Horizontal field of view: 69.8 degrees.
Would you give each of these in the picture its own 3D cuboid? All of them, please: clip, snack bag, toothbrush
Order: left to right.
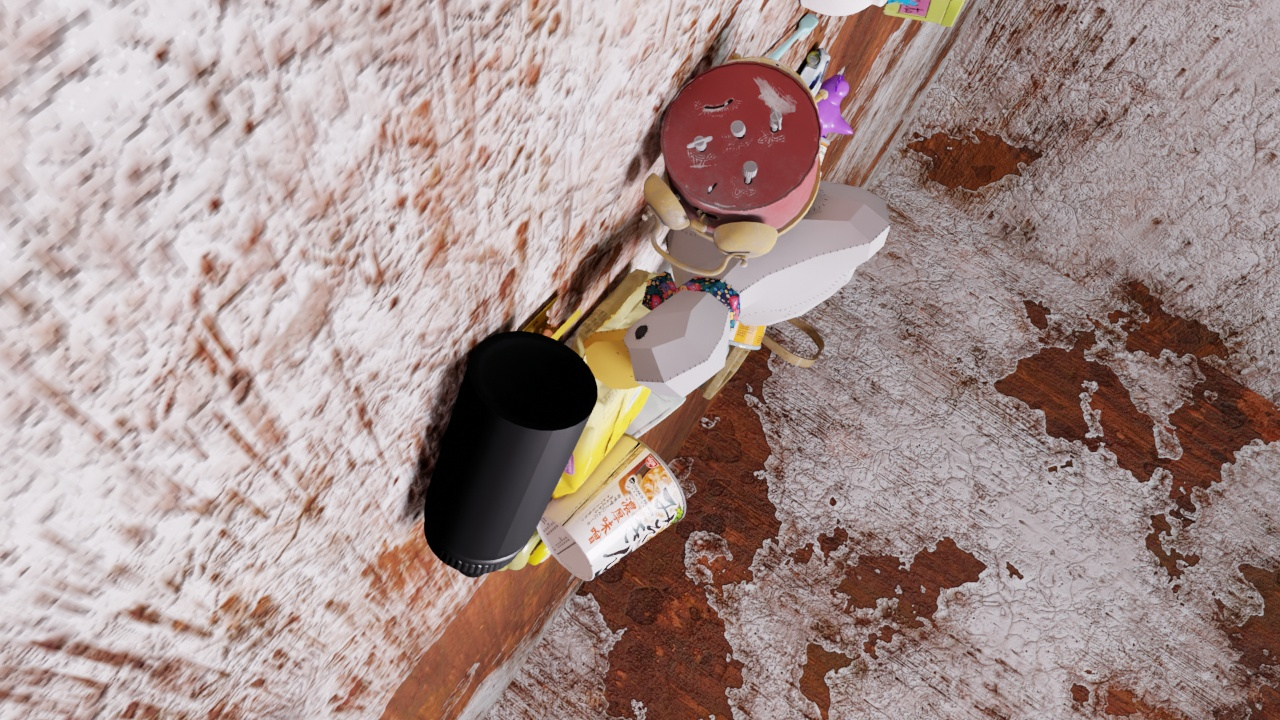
[{"bbox_3d":[-0.067,-0.018,0.678,0.053,0.044,0.049,-51,145,-36],"label":"clip"},{"bbox_3d":[-0.040,0.033,0.879,0.159,0.068,0.248,-52,171,-28],"label":"snack bag"},{"bbox_3d":[-0.003,0.005,1.031,0.046,0.101,0.056,-50,-145,2],"label":"clip"},{"bbox_3d":[0.112,-0.258,0.798,0.180,0.016,0.017,-50,178,-36],"label":"toothbrush"}]

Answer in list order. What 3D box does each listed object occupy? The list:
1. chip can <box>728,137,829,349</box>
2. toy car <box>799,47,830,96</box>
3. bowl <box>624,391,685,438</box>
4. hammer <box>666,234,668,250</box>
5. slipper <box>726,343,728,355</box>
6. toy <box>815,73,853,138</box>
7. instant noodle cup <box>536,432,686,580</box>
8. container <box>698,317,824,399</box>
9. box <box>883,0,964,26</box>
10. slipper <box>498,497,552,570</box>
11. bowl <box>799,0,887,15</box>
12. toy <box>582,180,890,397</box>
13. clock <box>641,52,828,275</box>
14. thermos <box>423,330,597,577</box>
[{"bbox_3d":[0.118,-0.124,0.920,0.075,0.075,0.215,-25,134,-73],"label":"chip can"},{"bbox_3d":[0.174,-0.289,0.978,0.090,0.027,0.038,-57,173,12],"label":"toy car"},{"bbox_3d":[-0.009,0.056,1.104,0.117,0.061,0.117,-35,-179,0],"label":"bowl"},{"bbox_3d":[0.102,-0.152,1.016,0.300,0.037,0.218,-2,112,-70],"label":"hammer"},{"bbox_3d":[0.049,-0.018,1.079,0.074,0.104,0.245,-62,174,16],"label":"slipper"},{"bbox_3d":[0.194,-0.272,1.023,0.106,0.056,0.088,-59,-149,0],"label":"toy"},{"bbox_3d":[-0.038,0.160,0.972,0.121,0.123,0.124,-39,164,-29],"label":"instant noodle cup"},{"bbox_3d":[0.171,-0.059,1.285,0.250,0.186,0.157,-59,170,24],"label":"container"},{"bbox_3d":[0.291,-0.417,0.862,0.221,0.082,0.124,27,77,-79],"label":"box"},{"bbox_3d":[-0.098,0.172,1.052,0.190,0.081,0.092,-53,174,-32],"label":"slipper"},{"bbox_3d":[0.192,-0.339,0.771,0.118,0.062,0.118,-53,171,-13],"label":"bowl"},{"bbox_3d":[0.084,-0.077,0.750,0.247,0.141,0.266,-16,-148,30],"label":"toy"},{"bbox_3d":[0.064,-0.136,0.652,0.158,0.117,0.081,-62,168,-6],"label":"clock"},{"bbox_3d":[-0.102,0.079,0.655,0.085,0.086,0.199,-46,167,-48],"label":"thermos"}]
